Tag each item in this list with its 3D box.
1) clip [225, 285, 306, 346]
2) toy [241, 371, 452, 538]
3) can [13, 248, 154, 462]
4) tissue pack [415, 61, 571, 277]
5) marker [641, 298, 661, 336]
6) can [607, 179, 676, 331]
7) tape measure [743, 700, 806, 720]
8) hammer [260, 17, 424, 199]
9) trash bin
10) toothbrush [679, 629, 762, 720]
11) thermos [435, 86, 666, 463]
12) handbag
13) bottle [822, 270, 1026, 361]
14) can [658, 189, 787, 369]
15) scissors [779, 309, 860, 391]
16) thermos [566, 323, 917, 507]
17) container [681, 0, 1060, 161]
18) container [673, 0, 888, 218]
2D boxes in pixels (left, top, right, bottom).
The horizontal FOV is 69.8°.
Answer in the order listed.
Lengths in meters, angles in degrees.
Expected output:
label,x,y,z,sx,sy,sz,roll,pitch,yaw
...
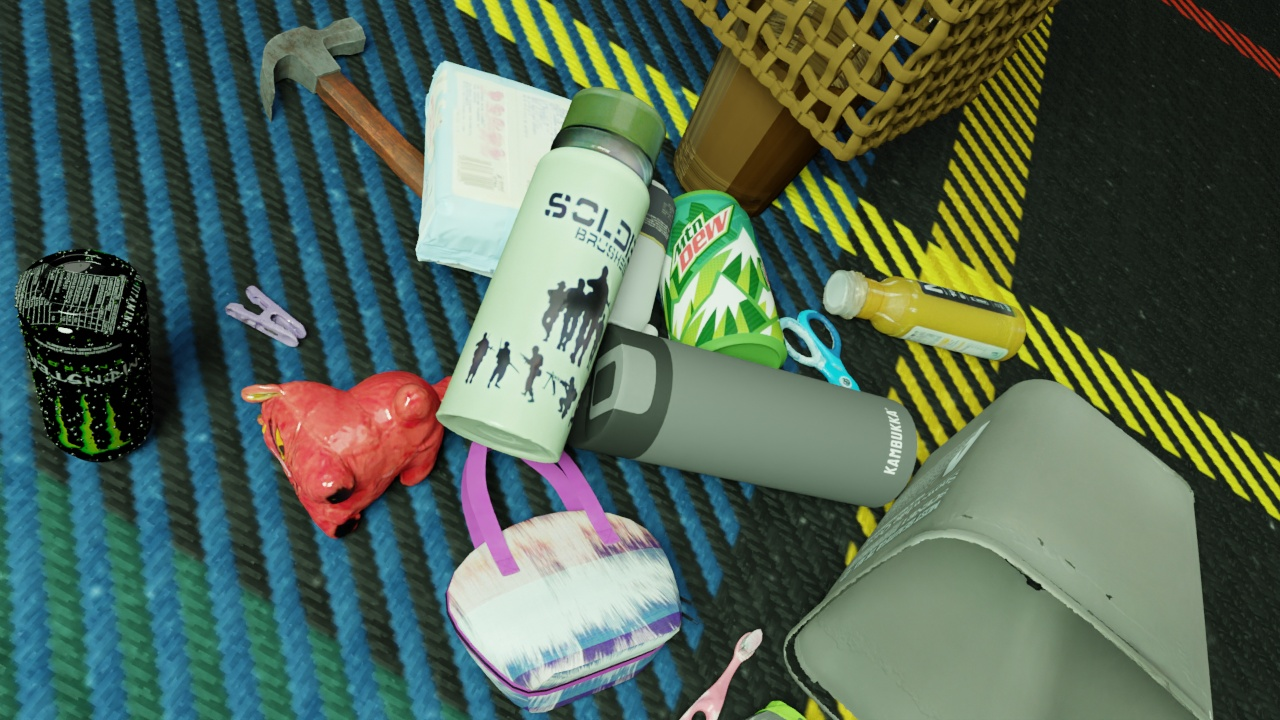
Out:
label,x,y,z,sx,sy,sz,roll,pitch,yaw
clip,-0.238,-0.032,0.592,0.052,0.014,0.040,15,50,-13
toy,-0.163,0.028,0.546,0.094,0.088,0.132,39,47,18
can,-0.277,0.002,0.465,0.054,0.138,0.053,13,52,-18
tissue pack,-0.100,-0.135,0.662,0.112,0.070,0.181,10,50,-22
marker,-0.004,0.004,0.678,0.019,0.019,0.145,25,50,-9
can,-0.017,-0.069,0.674,0.064,0.064,0.127,17,76,-15
tape measure,0.084,0.238,0.545,0.058,0.036,0.065,-22,69,-37
hammer,-0.171,-0.144,0.695,0.300,0.028,0.110,45,49,8
trash bin,0.246,0.145,0.599,0.197,0.198,0.219,41,43,6
toothbrush,0.039,0.212,0.555,0.021,0.016,0.134,39,49,8
thermos,-0.046,-0.057,0.564,0.082,0.082,0.231,22,72,-11
handbag,-0.055,0.112,0.555,0.144,0.068,0.170,-11,56,-30
bottle,0.252,-0.042,0.815,0.186,0.053,0.053,12,53,-19
can,0.057,-0.053,0.707,0.083,0.083,0.144,5,55,-23
scissors,0.164,0.014,0.760,0.066,0.015,0.135,-18,64,-37
thermos,0.070,0.042,0.630,0.240,0.082,0.082,14,52,-25
container,0.174,-0.329,0.648,0.218,0.215,0.251,-30,74,-38
container,0.108,-0.215,0.790,0.132,0.168,0.132,13,53,-18
